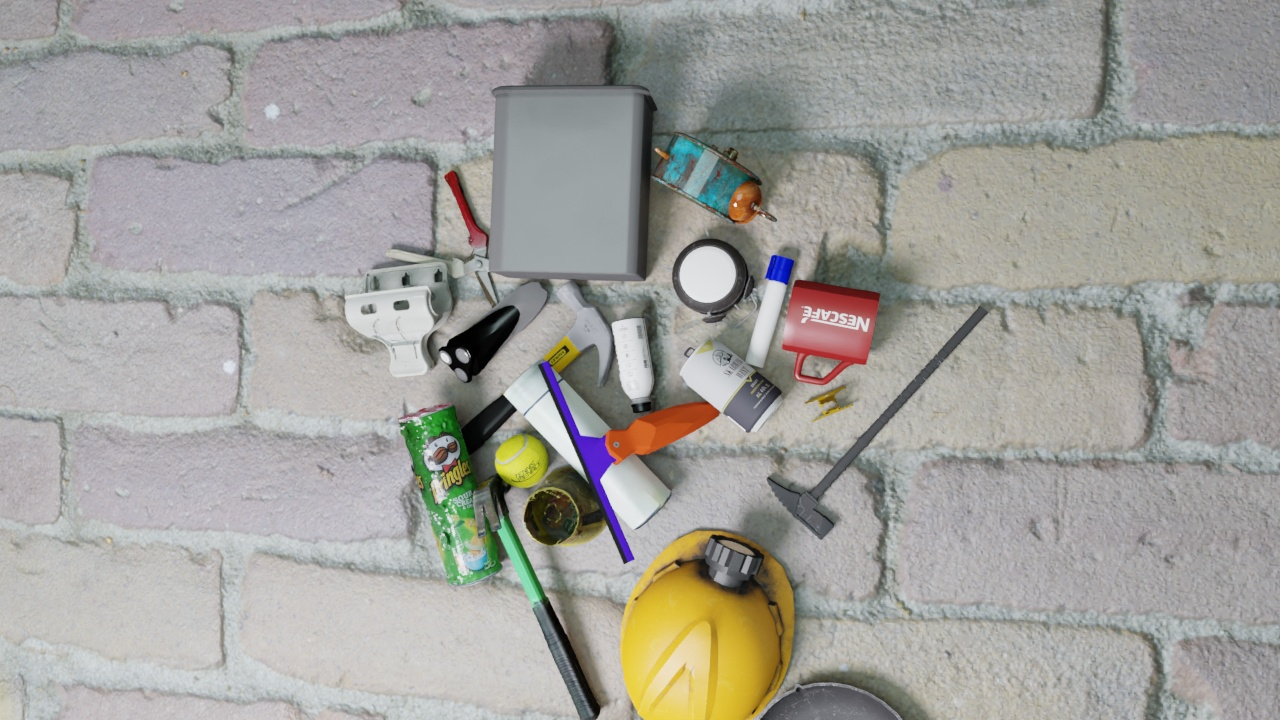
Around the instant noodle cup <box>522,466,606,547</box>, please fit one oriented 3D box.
[{"bbox_3d":[-0.094,0.182,1.103,0.102,0.108,0.102,0,88,10],"label":"instant noodle cup"}]

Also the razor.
[{"bbox_3d":[-0.181,-0.041,1.160,0.156,0.060,0.057,-42,92,-11],"label":"razor"}]

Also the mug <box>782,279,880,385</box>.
[{"bbox_3d":[0.217,-0.029,1.056,0.097,0.080,0.116,11,97,13],"label":"mug"}]

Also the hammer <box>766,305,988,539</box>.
[{"bbox_3d":[0.283,0.059,1.072,0.095,0.015,0.325,42,96,11],"label":"hammer"}]

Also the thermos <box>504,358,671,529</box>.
[{"bbox_3d":[-0.063,0.100,1.103,0.068,0.068,0.230,-44,89,8],"label":"thermos"}]

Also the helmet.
[{"bbox_3d":[0.067,0.332,1.053,0.205,0.131,0.255,20,94,12],"label":"helmet"}]

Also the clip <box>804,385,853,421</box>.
[{"bbox_3d":[0.221,0.054,1.073,0.054,0.048,0.046,-22,124,10],"label":"clip"}]

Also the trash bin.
[{"bbox_3d":[-0.083,-0.212,1.115,0.192,0.097,0.220,2,90,9],"label":"trash bin"}]

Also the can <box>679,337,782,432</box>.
[{"bbox_3d":[0.103,0.026,1.086,0.127,0.064,0.064,39,96,11],"label":"can"}]

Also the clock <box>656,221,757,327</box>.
[{"bbox_3d":[0.087,-0.097,1.104,0.091,0.043,0.123,-42,80,8],"label":"clock"}]

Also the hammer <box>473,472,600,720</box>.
[{"bbox_3d":[-0.124,0.294,1.119,0.032,0.130,0.319,-24,93,3],"label":"hammer"}]

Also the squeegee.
[{"bbox_3d":[0.014,0.084,1.073,0.184,0.055,0.249,-19,77,-26],"label":"squeegee"}]

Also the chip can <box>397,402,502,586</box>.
[{"bbox_3d":[-0.235,0.168,1.138,0.075,0.075,0.223,-15,94,12],"label":"chip can"}]

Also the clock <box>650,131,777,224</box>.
[{"bbox_3d":[0.095,-0.208,1.069,0.157,0.121,0.073,31,99,5],"label":"clock"}]

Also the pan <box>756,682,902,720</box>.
[{"bbox_3d":[0.153,0.500,1.076,0.357,0.040,0.207,-23,84,12],"label":"pan"}]

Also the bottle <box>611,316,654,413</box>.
[{"bbox_3d":[-0.007,0.007,1.124,0.041,0.041,0.116,-10,86,12],"label":"bottle"}]

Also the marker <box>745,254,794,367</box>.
[{"bbox_3d":[0.153,-0.058,1.098,0.027,0.023,0.133,16,92,-7],"label":"marker"}]

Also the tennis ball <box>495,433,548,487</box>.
[{"bbox_3d":[-0.147,0.125,1.139,0.065,0.065,0.065,0,88,12],"label":"tennis ball"}]

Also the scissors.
[{"bbox_3d":[-0.245,-0.144,1.195,0.179,0.015,0.199,-18,85,10],"label":"scissors"}]

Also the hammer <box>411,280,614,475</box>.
[{"bbox_3d":[-0.165,0.051,1.166,0.324,0.029,0.127,-41,81,9],"label":"hammer"}]

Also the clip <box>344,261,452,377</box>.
[{"bbox_3d":[-0.310,-0.052,1.172,0.127,0.110,0.150,-4,79,20],"label":"clip"}]
